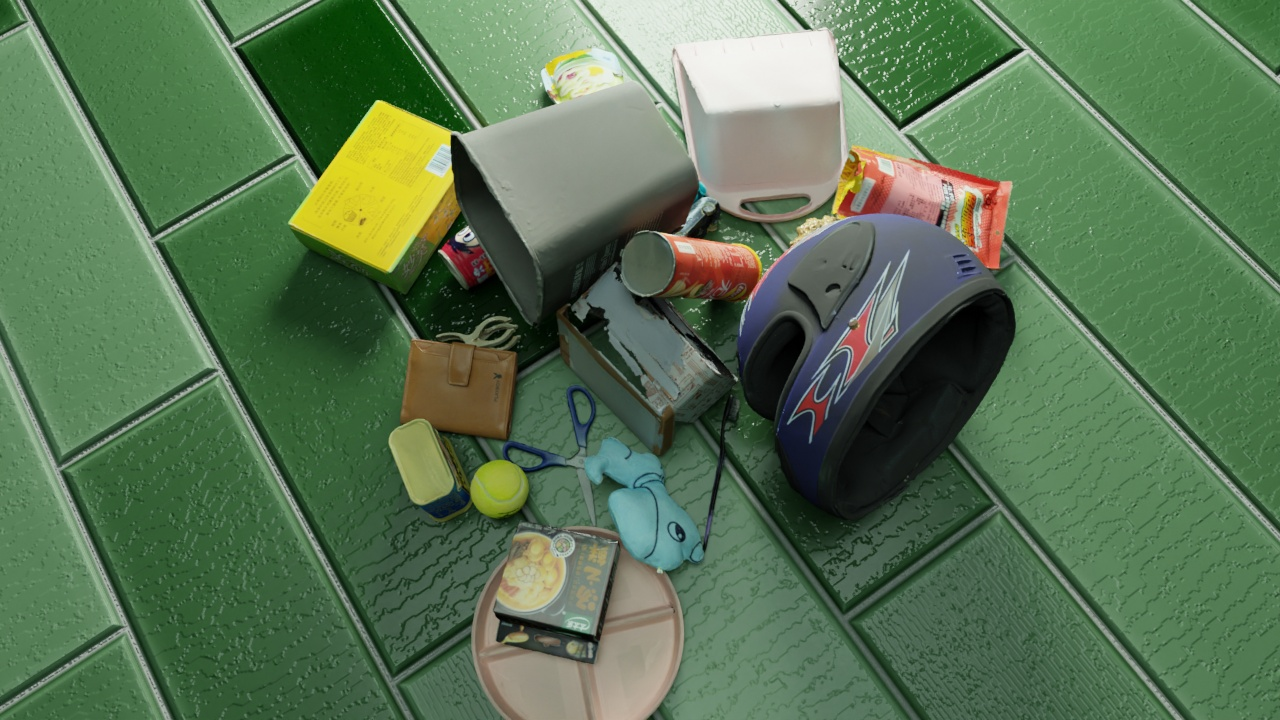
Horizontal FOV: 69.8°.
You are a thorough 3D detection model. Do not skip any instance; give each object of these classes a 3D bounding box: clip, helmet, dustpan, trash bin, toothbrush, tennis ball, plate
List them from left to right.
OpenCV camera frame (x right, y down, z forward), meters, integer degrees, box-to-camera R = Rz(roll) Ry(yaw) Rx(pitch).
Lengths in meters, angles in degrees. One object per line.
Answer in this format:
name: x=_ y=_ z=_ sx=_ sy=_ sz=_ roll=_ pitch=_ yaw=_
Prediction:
clip: x=-0.197 y=-0.022 z=1.117 sx=0.100 sy=0.035 sz=0.070 roll=-18 pitch=71 yaw=2
tennis ball: x=-0.159 y=0.145 z=1.035 sx=0.065 sy=0.065 sz=0.065 roll=-1 pitch=70 yaw=3
trash bin: x=-0.071 y=-0.182 z=1.032 sx=0.219 sy=0.199 sz=0.198 roll=-28 pitch=79 yaw=-16
plate: x=-0.067 y=0.296 z=0.995 sx=0.229 sy=0.028 sz=0.229 roll=-1 pitch=70 yaw=4
toothbrush: x=0.092 y=0.128 z=1.055 sx=0.017 sy=0.014 sz=0.188 roll=14 pitch=71 yaw=-5
dustpan: x=0.159 y=-0.313 z=1.214 sx=0.222 sy=0.139 sz=0.272 roll=-4 pitch=42 yaw=3
helmet: x=0.220 y=-0.011 z=0.980 sx=0.315 sy=0.247 sz=0.240 roll=-47 pitch=47 yaw=-10

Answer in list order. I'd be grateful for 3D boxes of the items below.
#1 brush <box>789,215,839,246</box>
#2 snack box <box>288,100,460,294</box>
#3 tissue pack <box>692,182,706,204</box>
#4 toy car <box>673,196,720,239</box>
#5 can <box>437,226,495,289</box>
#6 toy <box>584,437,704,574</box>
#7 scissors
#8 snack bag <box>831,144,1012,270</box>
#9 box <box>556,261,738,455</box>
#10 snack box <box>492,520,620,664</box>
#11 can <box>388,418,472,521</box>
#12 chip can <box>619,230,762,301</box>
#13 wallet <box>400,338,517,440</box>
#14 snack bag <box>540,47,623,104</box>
brush: x=0.311 y=-0.156 z=1.135 sx=0.254 sy=0.046 sz=0.083 roll=-12 pitch=66 yaw=-5
snack box: x=-0.319 y=-0.210 z=1.172 sx=0.158 sy=0.070 sz=0.209 roll=25 pitch=74 yaw=12
tissue pack: x=0.008 y=-0.207 z=1.161 sx=0.133 sy=0.050 sz=0.093 roll=-38 pitch=71 yaw=-11
toy car: x=0.065 y=-0.166 z=1.148 sx=0.034 sy=0.043 sz=0.090 roll=37 pitch=77 yaw=21
can: x=-0.196 y=-0.138 z=1.140 sx=0.093 sy=0.066 sz=0.066 roll=-38 pitch=72 yaw=-10
toy: x=0.005 y=0.163 z=1.011 sx=0.161 sy=0.050 sz=0.156 roll=27 pitch=43 yaw=-19
scissors: x=-0.080 y=0.110 z=1.072 sx=0.162 sy=0.012 sz=0.175 roll=-5 pitch=71 yaw=-1
snack bag: x=0.341 y=-0.186 z=1.098 sx=0.208 sy=0.073 sz=0.128 roll=16 pitch=68 yaw=-3
box: x=-0.008 y=0.007 z=1.039 sx=0.148 sy=0.146 sz=0.181 roll=-45 pitch=72 yaw=12
snack box: x=-0.089 y=0.245 z=0.977 sx=0.113 sy=0.053 sz=0.125 roll=10 pitch=65 yaw=8
can: x=-0.237 y=0.124 z=1.038 sx=0.057 sy=0.083 sz=0.102 roll=-26 pitch=71 yaw=-6
chip can: x=0.062 y=-0.103 z=1.033 sx=0.073 sy=0.216 sz=0.073 roll=2 pitch=93 yaw=31
wallet: x=-0.213 y=0.033 z=1.085 sx=0.132 sy=0.031 sz=0.108 roll=8 pitch=92 yaw=5
snack bag: x=-0.063 y=-0.324 z=1.217 sx=0.110 sy=0.039 sz=0.190 roll=-12 pitch=70 yaw=-10
